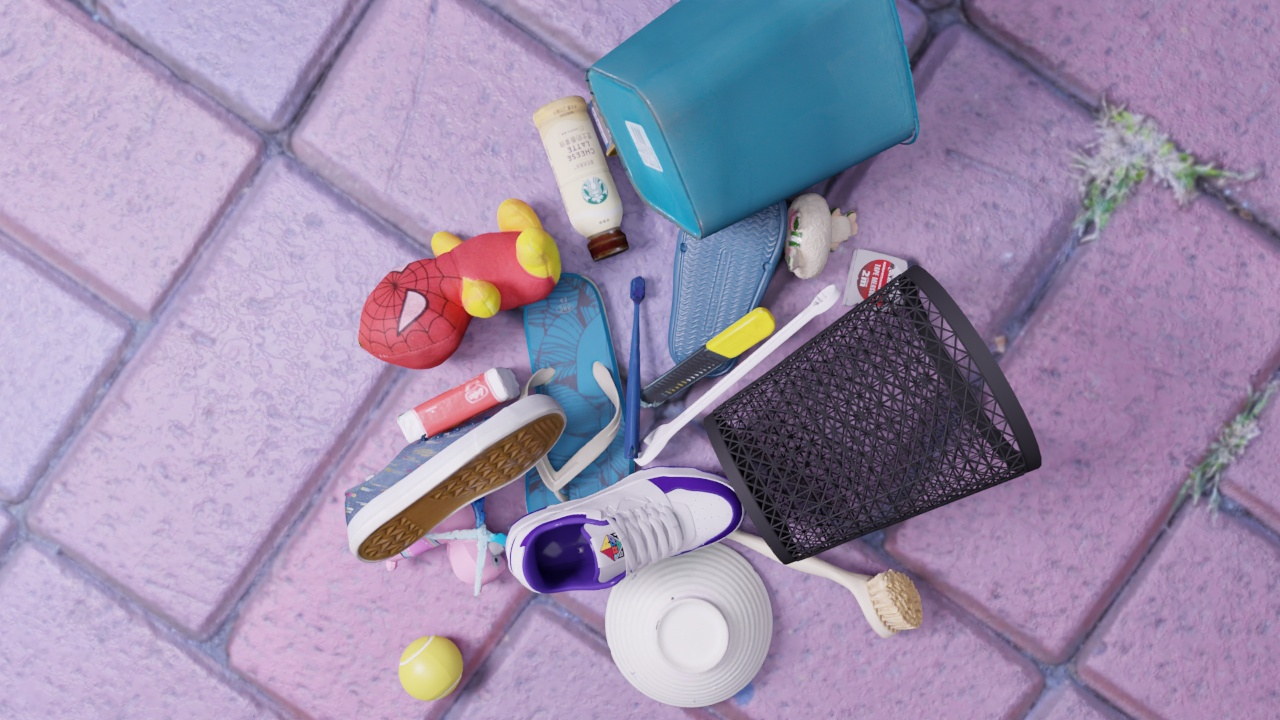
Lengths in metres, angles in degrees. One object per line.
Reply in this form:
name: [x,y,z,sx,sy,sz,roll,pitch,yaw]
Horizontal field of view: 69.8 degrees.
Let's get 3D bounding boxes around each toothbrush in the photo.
toothbrush: [-0.006,0.005,0.940,0.016,0.017,0.190,3,80,-6]

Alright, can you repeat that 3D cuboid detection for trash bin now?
trash bin: [0.206,0.065,0.873,0.243,0.216,0.217,-30,92,8]
trash bin: [0.091,-0.238,0.821,0.218,0.199,0.197,-32,125,-8]

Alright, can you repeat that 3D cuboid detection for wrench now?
wrench: [0.090,0.018,0.903,0.009,0.047,0.274,43,114,-12]

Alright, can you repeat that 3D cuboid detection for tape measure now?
tape measure: [0.243,-0.080,0.951,0.062,0.020,0.060,12,93,0]

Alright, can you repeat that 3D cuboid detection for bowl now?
bowl: [0.050,0.273,0.935,0.177,0.071,0.177,0,86,1]

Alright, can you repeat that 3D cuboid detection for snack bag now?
snack bag: [-0.183,0.045,0.934,0.116,0.077,0.036,-26,90,2]

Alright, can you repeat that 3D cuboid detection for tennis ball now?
tennis ball: [-0.217,0.319,0.953,0.065,0.065,0.065,0,92,1]

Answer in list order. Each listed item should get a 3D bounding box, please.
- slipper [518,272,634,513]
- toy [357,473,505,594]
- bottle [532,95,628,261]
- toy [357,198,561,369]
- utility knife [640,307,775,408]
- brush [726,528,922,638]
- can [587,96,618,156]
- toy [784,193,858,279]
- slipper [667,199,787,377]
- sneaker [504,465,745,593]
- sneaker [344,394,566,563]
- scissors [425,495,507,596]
slipper: [-0.068,0.056,0.943,0.118,0.060,0.295,-5,93,-2]
toy: [-0.216,0.175,0.947,0.123,0.067,0.157,-27,96,3]
bottle: [-0.057,-0.183,0.932,0.056,0.056,0.162,-20,92,1]
toy: [-0.180,-0.067,0.909,0.216,0.147,0.099,-33,120,0]
utility knife: [0.061,0.002,0.927,0.174,0.020,0.029,-34,105,19]
brush: [0.164,0.210,0.950,0.272,0.061,0.077,24,120,4]
can: [0.002,-0.250,0.920,0.099,0.054,0.059,-24,91,-20]
toy: [0.174,-0.126,0.930,0.050,0.112,0.087,11,116,35]
slipper: [0.081,-0.086,0.935,0.104,0.059,0.214,16,107,2]
sneaker: [-0.013,0.166,0.884,0.244,0.111,0.092,-14,94,-4]
sneaker: [-0.184,0.094,0.875,0.235,0.087,0.079,-34,57,-6]
scissors: [-0.156,0.170,0.926,0.127,0.014,0.133,1,81,-30]
